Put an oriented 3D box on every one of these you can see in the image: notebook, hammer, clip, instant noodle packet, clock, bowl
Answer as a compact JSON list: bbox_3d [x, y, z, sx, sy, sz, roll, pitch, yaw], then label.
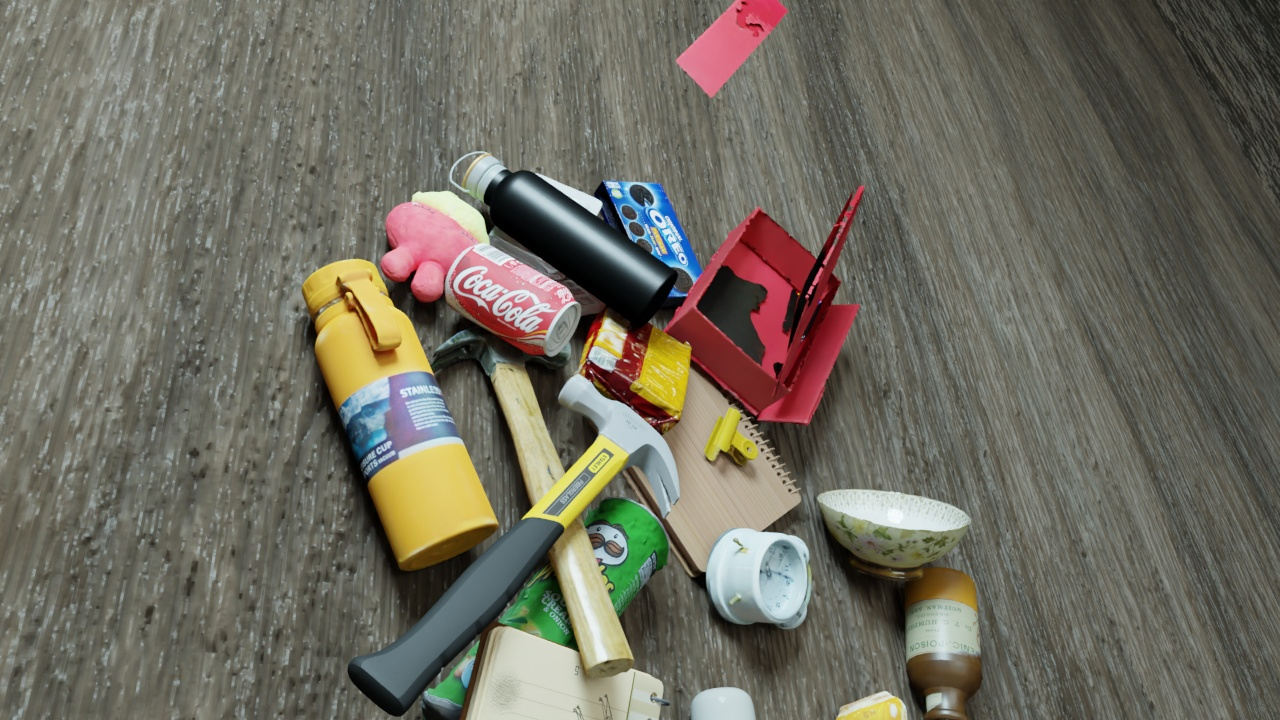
[{"bbox_3d":[-0.056,0.297,0.575,0.167,0.024,0.225,33,57,-37],"label":"notebook"},{"bbox_3d":[-0.075,0.087,0.697,0.132,0.033,0.330,7,38,-32],"label":"hammer"},{"bbox_3d":[0.085,0.079,0.863,0.050,0.044,0.053,63,36,-32],"label":"clip"},{"bbox_3d":[0.048,0.075,0.866,0.168,0.022,0.210,-25,77,-43],"label":"notebook"},{"bbox_3d":[-0.005,0.005,0.816,0.098,0.040,0.135,27,30,-8],"label":"instant noodle packet"},{"bbox_3d":[-0.070,0.115,0.613,0.127,0.029,0.322,35,34,8],"label":"hammer"},{"bbox_3d":[0.111,0.189,0.799,0.117,0.057,0.083,19,70,-41],"label":"clock"},{"bbox_3d":[0.241,0.171,0.889,0.145,0.145,0.063,0,98,-36],"label":"bowl"}]

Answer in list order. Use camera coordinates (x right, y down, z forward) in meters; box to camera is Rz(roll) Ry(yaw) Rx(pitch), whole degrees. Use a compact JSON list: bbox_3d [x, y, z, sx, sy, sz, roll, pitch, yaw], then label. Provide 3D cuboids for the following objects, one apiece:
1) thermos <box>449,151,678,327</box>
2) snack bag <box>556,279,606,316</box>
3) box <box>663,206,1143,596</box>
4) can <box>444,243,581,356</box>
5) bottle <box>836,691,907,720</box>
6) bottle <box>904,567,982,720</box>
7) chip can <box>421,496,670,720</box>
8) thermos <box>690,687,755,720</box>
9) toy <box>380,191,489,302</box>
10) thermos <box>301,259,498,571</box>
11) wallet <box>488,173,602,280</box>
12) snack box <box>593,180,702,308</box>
[{"bbox_3d":[-0.076,-0.120,0.838,0.231,0.061,0.061,36,44,9],"label":"thermos"},{"bbox_3d":[-0.071,-0.057,0.867,0.157,0.013,0.057,-13,42,-42],"label":"snack bag"},{"bbox_3d":[0.287,0.018,0.919,0.511,0.141,0.214,29,45,6],"label":"box"},{"bbox_3d":[-0.107,-0.050,0.773,0.105,0.064,0.064,29,43,15],"label":"can"},{"bbox_3d":[0.209,0.338,0.770,0.063,0.063,0.109,0,59,-36],"label":"bottle"},{"bbox_3d":[0.285,0.279,0.865,0.068,0.068,0.156,28,48,-18],"label":"bottle"},{"bbox_3d":[-0.063,0.193,0.669,0.075,0.076,0.222,47,45,0],"label":"chip can"},{"bbox_3d":[0.071,0.356,0.667,0.052,0.052,0.223,14,53,-28],"label":"thermos"},{"bbox_3d":[-0.181,-0.103,0.806,0.091,0.045,0.134,35,40,-9],"label":"toy"},{"bbox_3d":[-0.180,0.031,0.683,0.076,0.092,0.232,2,58,-58],"label":"thermos"},{"bbox_3d":[-0.094,-0.132,0.904,0.086,0.032,0.116,29,49,-2],"label":"wallet"},{"bbox_3d":[0.014,-0.124,0.975,0.082,0.027,0.150,-8,66,-39],"label":"snack box"}]
